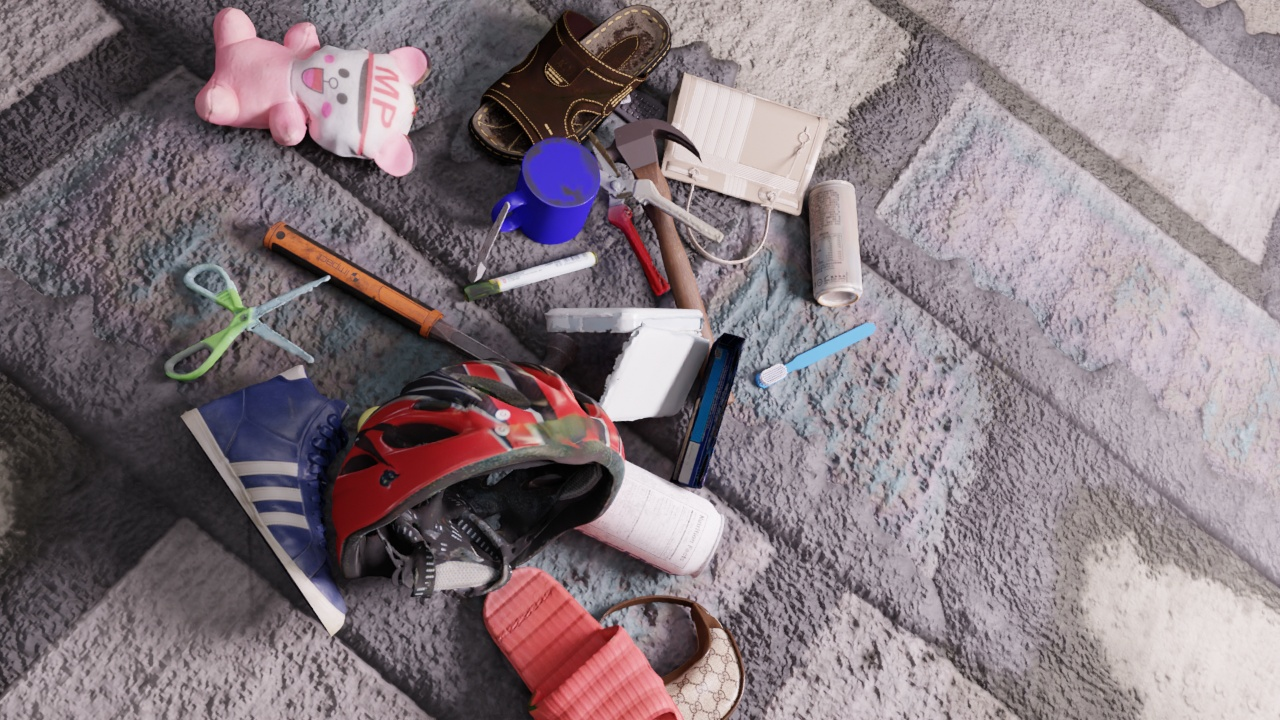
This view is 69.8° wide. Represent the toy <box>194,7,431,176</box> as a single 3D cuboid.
[{"bbox_3d":[-0.324,-0.268,0.921,0.213,0.084,0.141,7,72,-11],"label":"toy"}]

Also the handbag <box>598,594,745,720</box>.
[{"bbox_3d":[0.008,0.287,0.836,0.166,0.063,0.138,-19,60,-16],"label":"handbag"}]

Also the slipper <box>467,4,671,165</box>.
[{"bbox_3d":[-0.070,-0.310,0.998,0.267,0.076,0.113,-40,85,-16],"label":"slipper"}]

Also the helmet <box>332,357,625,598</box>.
[{"bbox_3d":[-0.134,0.092,0.750,0.217,0.273,0.166,8,57,-43],"label":"helmet"}]

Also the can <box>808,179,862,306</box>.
[{"bbox_3d":[0.219,-0.131,1.033,0.054,0.054,0.135,6,70,-13],"label":"can"}]

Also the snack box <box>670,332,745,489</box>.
[{"bbox_3d":[0.065,0.051,0.895,0.027,0.082,0.150,18,84,0],"label":"snack box"}]

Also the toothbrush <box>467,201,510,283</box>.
[{"bbox_3d":[-0.140,-0.110,0.860,0.010,0.182,0.010,-38,89,-26],"label":"toothbrush"}]

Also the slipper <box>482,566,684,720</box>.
[{"bbox_3d":[-0.049,0.269,0.778,0.103,0.059,0.249,-36,63,-16],"label":"slipper"}]

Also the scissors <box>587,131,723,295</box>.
[{"bbox_3d":[0.000,-0.156,0.967,0.179,0.015,0.187,3,85,14],"label":"scissors"}]

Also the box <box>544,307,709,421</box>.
[{"bbox_3d":[-0.003,0.011,0.860,0.107,0.215,0.124,-3,92,23],"label":"box"}]

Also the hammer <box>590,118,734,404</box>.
[{"bbox_3d":[0.039,-0.106,0.977,0.115,0.033,0.322,-18,80,7],"label":"hammer"}]

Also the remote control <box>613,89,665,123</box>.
[{"bbox_3d":[-0.031,-0.307,1.052,0.124,0.009,0.046,32,66,-2],"label":"remote control"}]

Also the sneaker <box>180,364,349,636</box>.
[{"bbox_3d":[-0.282,0.110,0.801,0.118,0.092,0.233,-34,74,-25],"label":"sneaker"}]

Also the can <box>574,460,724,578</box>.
[{"bbox_3d":[0.003,0.146,0.866,0.136,0.078,0.078,26,67,-5],"label":"can"}]

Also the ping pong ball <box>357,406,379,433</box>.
[{"bbox_3d":[-0.242,0.062,0.850,0.040,0.040,0.040,5,70,-13],"label":"ping pong ball"}]

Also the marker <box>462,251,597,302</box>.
[{"bbox_3d":[-0.113,-0.088,0.950,0.146,0.017,0.017,-18,77,-20],"label":"marker"}]

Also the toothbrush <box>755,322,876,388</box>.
[{"bbox_3d":[0.196,-0.009,1.006,0.166,0.014,0.016,-24,79,-22],"label":"toothbrush"}]

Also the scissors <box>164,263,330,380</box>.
[{"bbox_3d":[-0.364,-0.042,0.841,0.171,0.023,0.167,-30,62,-5],"label":"scissors"}]

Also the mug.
[{"bbox_3d":[-0.102,-0.167,0.944,0.111,0.084,0.079,-27,80,-22],"label":"mug"}]

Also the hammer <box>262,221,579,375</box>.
[{"bbox_3d":[-0.228,-0.035,0.892,0.314,0.035,0.137,30,67,-2],"label":"hammer"}]

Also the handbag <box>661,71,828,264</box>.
[{"bbox_3d":[0.105,-0.202,1.037,0.175,0.062,0.197,15,77,-9],"label":"handbag"}]
